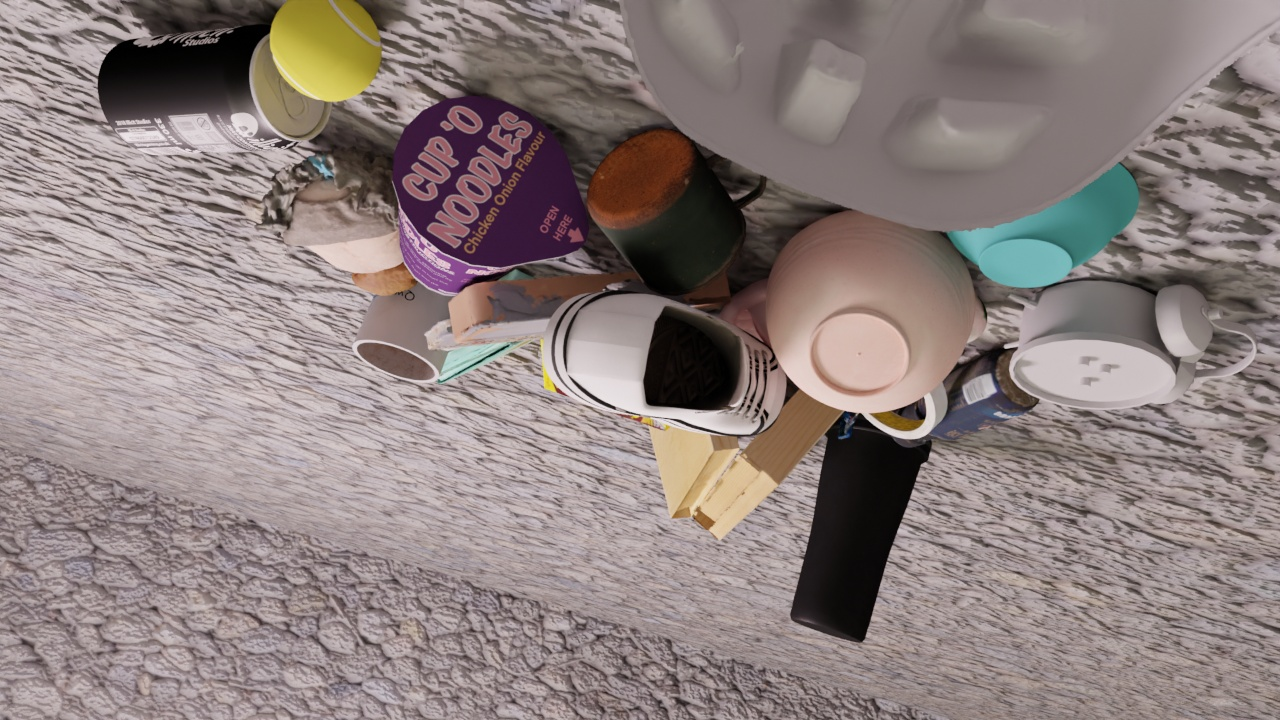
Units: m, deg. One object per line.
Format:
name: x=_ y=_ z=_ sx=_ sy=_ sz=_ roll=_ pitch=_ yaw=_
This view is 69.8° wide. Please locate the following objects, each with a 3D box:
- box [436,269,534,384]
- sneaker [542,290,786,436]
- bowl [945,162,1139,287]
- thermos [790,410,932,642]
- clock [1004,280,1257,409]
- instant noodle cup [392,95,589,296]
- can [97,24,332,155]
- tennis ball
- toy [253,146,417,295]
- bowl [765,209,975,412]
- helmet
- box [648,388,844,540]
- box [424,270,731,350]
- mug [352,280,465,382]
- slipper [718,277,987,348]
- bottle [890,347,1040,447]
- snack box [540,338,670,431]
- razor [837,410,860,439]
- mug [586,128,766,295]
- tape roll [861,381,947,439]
box: x=-0.141 y=-0.016 z=0.899 sx=0.080 sy=0.077 sz=0.189 roll=30 pitch=152 yaw=-25
sneaker: x=0.050 y=0.006 z=0.652 sx=0.097 sy=0.091 sz=0.245 roll=7 pitch=172 yaw=40
bowl: x=0.241 y=-0.079 z=0.573 sx=0.121 sy=0.046 sz=0.121 roll=13 pitch=156 yaw=6
thermos: x=0.211 y=0.159 z=0.904 sx=0.106 sy=0.218 sz=0.106 roll=18 pitch=163 yaw=5
clock: x=0.343 y=-0.007 z=0.651 sx=0.159 sy=0.061 sz=0.120 roll=6 pitch=154 yaw=23
instant noodle cup: x=-0.117 y=-0.099 z=0.659 sx=0.137 sy=0.121 sz=0.122 roll=31 pitch=156 yaw=-12
can: x=-0.292 y=-0.183 z=0.628 sx=0.146 sy=0.080 sz=0.080 roll=4 pitch=153 yaw=24
tennis ball: x=-0.193 y=-0.194 z=0.565 sx=0.065 sy=0.065 sz=0.065 roll=13 pitch=156 yaw=6
toy: x=-0.229 y=-0.112 z=0.754 sx=0.133 sy=0.076 sz=0.176 roll=-3 pitch=152 yaw=4
bowl: x=0.154 y=-0.021 z=0.638 sx=0.153 sy=0.076 sz=0.153 roll=10 pitch=125 yaw=14
helmet: x=0.113 y=-0.177 z=0.274 sx=0.224 sy=0.183 sz=0.283 roll=12 pitch=163 yaw=-6
box: x=0.089 y=0.086 z=0.926 sx=0.184 sy=0.141 sz=0.249 roll=22 pitch=156 yaw=2
box: x=-0.052 y=-0.039 z=0.734 sx=0.216 sy=0.043 sz=0.151 roll=-8 pitch=179 yaw=-28
mug: x=-0.198 y=-0.041 z=0.857 sx=0.120 sy=0.096 sz=0.083 roll=1 pitch=152 yaw=30
slipper: x=0.158 y=-0.027 z=0.725 sx=0.222 sy=0.055 sz=0.107 roll=-6 pitch=146 yaw=38
bottle: x=0.274 y=0.038 z=0.792 sx=0.056 sy=0.056 sz=0.161 roll=21 pitch=156 yaw=-12
snack box: x=-0.031 y=0.018 z=0.899 sx=0.149 sy=0.025 sz=0.061 roll=18 pitch=126 yaw=29
razor: x=0.219 y=0.028 z=0.836 sx=0.018 sy=0.043 sz=0.141 roll=25 pitch=148 yaw=-9
mug: x=0.028 y=-0.107 z=0.614 sx=0.111 sy=0.084 sz=0.081 roll=-29 pitch=138 yaw=14
tape roll: x=0.216 y=0.024 z=0.783 sx=0.094 sy=0.019 sz=0.094 roll=39 pitch=150 yaw=28
